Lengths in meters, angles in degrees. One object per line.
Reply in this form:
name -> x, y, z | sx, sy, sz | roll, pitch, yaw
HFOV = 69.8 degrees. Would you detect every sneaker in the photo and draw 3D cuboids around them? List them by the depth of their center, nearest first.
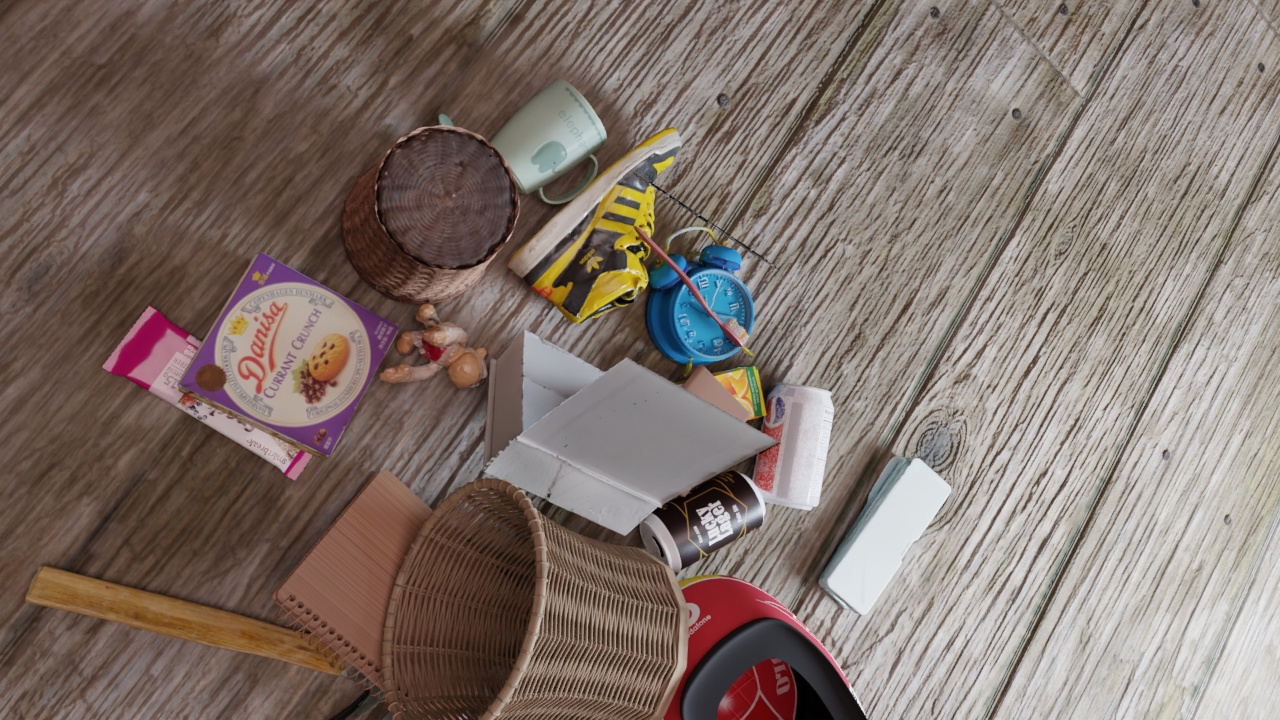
sneaker -> -0.016, -0.137, 0.974 | 0.238, 0.086, 0.122 | -43, 98, -13

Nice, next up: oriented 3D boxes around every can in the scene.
can -> 0.069, 0.177, 1.012 | 0.128, 0.072, 0.072 | -24, 98, -20
can -> 0.175, 0.098, 1.052 | 0.078, 0.078, 0.136 | 13, 84, -21

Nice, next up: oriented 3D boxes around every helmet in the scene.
helmet -> 0.101, 0.347, 0.937 | 0.197, 0.225, 0.271 | -39, 90, -16

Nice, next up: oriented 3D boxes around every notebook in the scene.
notebook -> -0.225, 0.235, 0.886 | 0.210, 0.022, 0.168 | 46, 51, -15

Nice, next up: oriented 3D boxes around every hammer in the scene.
hammer -> -0.384, 0.253, 0.852 | 0.330, 0.033, 0.132 | 22, 82, -19

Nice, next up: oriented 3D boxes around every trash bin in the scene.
trash bin -> -0.189, -0.134, 0.840 | 0.151, 0.210, 0.151 | 1, 89, -23

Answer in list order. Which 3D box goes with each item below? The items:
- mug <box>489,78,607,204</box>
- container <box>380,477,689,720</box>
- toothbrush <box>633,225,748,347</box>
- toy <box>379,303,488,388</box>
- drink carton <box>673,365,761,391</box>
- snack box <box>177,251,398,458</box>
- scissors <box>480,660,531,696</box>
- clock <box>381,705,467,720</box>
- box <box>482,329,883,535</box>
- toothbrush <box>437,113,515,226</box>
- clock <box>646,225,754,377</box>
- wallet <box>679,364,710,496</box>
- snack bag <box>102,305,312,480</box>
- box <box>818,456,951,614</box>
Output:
mug -> -0.092, -0.216, 0.955 | 0.104, 0.084, 0.111 | -41, 129, -7
container -> -0.089, 0.243, 0.837 | 0.196, 0.227, 0.226 | 27, 79, -38
toothbrush -> 0.054, -0.078, 0.963 | 0.184, 0.015, 0.015 | 44, 72, -25
toy -> -0.197, 0.001, 0.917 | 0.085, 0.074, 0.106 | -46, 130, 15
drink carton -> 0.075, 0.047, 1.033 | 0.122, 0.041, 0.058 | -13, 94, -21
snack box -> -0.327, -0.003, 0.862 | 0.148, 0.041, 0.143 | 30, 69, -19
scissors -> -0.116, 0.416, 0.964 | 0.225, 0.016, 0.225 | -46, 107, -17
clock -> -0.216, 0.367, 0.902 | 0.083, 0.057, 0.117 | 25, 80, -19
box -> -0.013, 0.080, 0.792 | 0.166, 0.413, 0.149 | 29, 83, -27
toothbrush -> -0.171, -0.195, 0.955 | 0.022, 0.017, 0.135 | -38, 105, -19
clock -> 0.065, -0.068, 1.019 | 0.116, 0.060, 0.161 | -18, 101, -20
wallet -> 0.056, 0.077, 0.994 | 0.087, 0.013, 0.120 | 45, 77, -19
snack bag -> -0.390, 0.033, 0.860 | 0.196, 0.016, 0.070 | 36, 78, -17
box -> 0.294, 0.209, 1.114 | 0.198, 0.071, 0.085 | -52, 126, -13
